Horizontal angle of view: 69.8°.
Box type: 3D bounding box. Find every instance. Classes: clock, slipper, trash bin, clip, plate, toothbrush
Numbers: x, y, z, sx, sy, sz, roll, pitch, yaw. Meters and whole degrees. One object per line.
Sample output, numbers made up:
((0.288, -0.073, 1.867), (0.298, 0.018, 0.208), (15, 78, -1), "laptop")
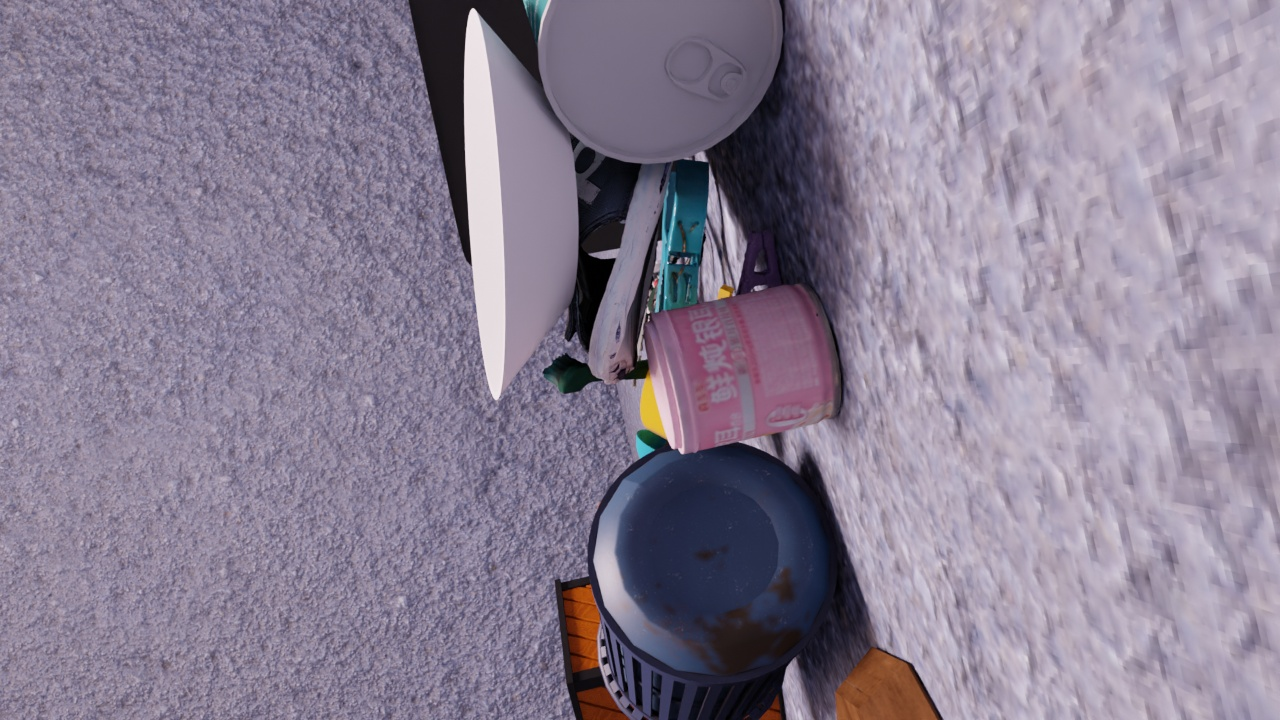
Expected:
((0.035, 0.020, 0.563), (0.044, 0.098, 0.130), (27, 141, 26), "clock")
((-0.014, -0.091, 0.493), (0.111, 0.063, 0.263), (100, -178, -47), "slipper")
((0.037, 0.150, 0.565), (0.250, 0.139, 0.139), (89, 168, -62), "trash bin")
((0.059, -0.041, 0.462), (0.013, 0.029, 0.050), (-111, 16, -70), "clip")
((0.024, -0.073, 0.621), (0.120, 0.030, 0.130), (-111, 26, -69), "clip")
((0.025, 0.276, 0.831), (0.139, 0.172, 0.140), (-112, 10, -66), "trash bin")
((0.115, 0.194, 0.401), (0.131, 0.025, 0.131), (166, 92, -86), "plate")
((-0.003, 0.003, 0.536), (0.016, 0.017, 0.189), (-64, -20, 14), "toothbrush")
((-0.056, -0.070, 0.427), (0.174, 0.036, 0.174), (175, 91, -76), "plate")

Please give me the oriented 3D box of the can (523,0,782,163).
((-0.005, -0.170, 0.418), (0.143, 0.099, 0.099), (-107, 6, -47), "can")

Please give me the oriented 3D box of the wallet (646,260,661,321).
((0.026, -0.027, 0.857), (0.115, 0.037, 0.118), (-112, 7, -66), "wallet")

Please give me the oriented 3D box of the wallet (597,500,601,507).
((0.032, 0.145, 0.737), (0.013, 0.120, 0.087), (110, 151, -51), "wallet")

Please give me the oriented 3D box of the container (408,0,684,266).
((-0.065, -0.191, 0.661), (0.130, 0.163, 0.241), (-112, 13, -67), "container")

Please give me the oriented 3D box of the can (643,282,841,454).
((0.045, 0.003, 0.423), (0.067, 0.076, 0.067), (166, 92, -86), "can")

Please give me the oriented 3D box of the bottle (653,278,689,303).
((0.033, -0.014, 0.757), (0.042, 0.042, 0.141), (83, 173, -52), "bottle")

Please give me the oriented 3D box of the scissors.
((0.017, -0.080, 0.736), (0.206, 0.015, 0.201), (137, 141, -67), "scissors")
